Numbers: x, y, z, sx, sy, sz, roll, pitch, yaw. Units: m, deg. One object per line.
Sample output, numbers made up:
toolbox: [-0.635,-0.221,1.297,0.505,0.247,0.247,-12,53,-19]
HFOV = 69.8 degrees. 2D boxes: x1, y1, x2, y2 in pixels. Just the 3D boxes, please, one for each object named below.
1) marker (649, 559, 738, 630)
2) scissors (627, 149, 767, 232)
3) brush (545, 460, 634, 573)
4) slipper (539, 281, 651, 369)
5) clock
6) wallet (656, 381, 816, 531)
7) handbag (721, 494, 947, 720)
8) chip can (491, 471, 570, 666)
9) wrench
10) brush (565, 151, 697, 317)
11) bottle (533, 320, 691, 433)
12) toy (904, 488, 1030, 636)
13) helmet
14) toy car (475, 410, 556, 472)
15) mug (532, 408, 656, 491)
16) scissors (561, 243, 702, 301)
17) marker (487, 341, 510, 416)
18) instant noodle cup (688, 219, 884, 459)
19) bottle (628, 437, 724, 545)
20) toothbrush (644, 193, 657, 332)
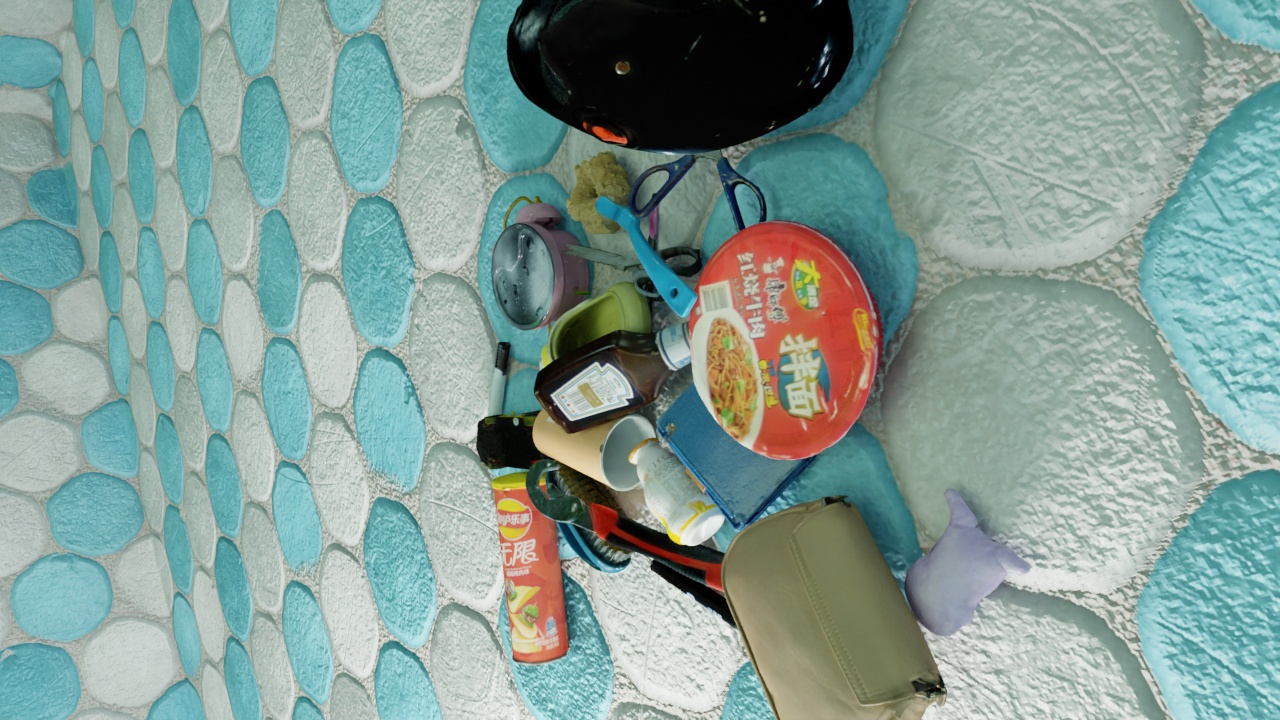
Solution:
marker: [0.060,0.228,0.904,0.132,0.020,0.022,24,84,44]
scissors: [0.056,-0.179,0.815,0.163,0.012,0.172,-23,79,25]
brush: [-0.059,0.172,0.998,0.144,0.055,0.074,52,130,29]
slipper: [-0.060,-0.019,0.943,0.191,0.081,0.091,-39,58,51]
clock: [-0.117,-0.109,1.018,0.117,0.059,0.158,-45,65,42]
wallet: [0.083,0.074,0.831,0.106,0.040,0.133,-50,57,17]
handbag: [0.155,0.214,0.735,0.148,0.099,0.204,-49,51,38]
chip can: [-0.128,0.240,1.072,0.073,0.073,0.216,-2,95,48]
wrench: [-0.011,0.170,0.923,0.274,0.016,0.056,22,84,29]
brush: [-0.010,-0.121,0.875,0.083,0.045,0.254,-61,38,25]
bottle: [-0.005,0.005,0.870,0.195,0.044,0.080,-25,121,21]
toy: [0.233,0.159,0.688,0.084,0.038,0.108,57,139,41]
helmet: [0.028,-0.271,0.705,0.275,0.230,0.233,-8,60,44]
toy car: [-0.144,0.095,1.090,0.156,0.041,0.071,-6,92,46]
mug: [-0.053,0.083,0.957,0.123,0.078,0.078,12,105,43]
scissors: [-0.022,-0.091,0.899,0.175,0.014,0.136,-11,44,18]
marker: [-0.177,0.040,1.134,0.022,0.018,0.131,-114,33,-68]
instant noodle cup: [0.127,-0.018,0.758,0.194,0.065,0.194,9,103,46]
bottle: [0.032,0.124,0.884,0.108,0.063,0.063,50,129,30]
toothbrush: [0.007,-0.072,0.919,0.014,0.017,0.189,15,106,52]
